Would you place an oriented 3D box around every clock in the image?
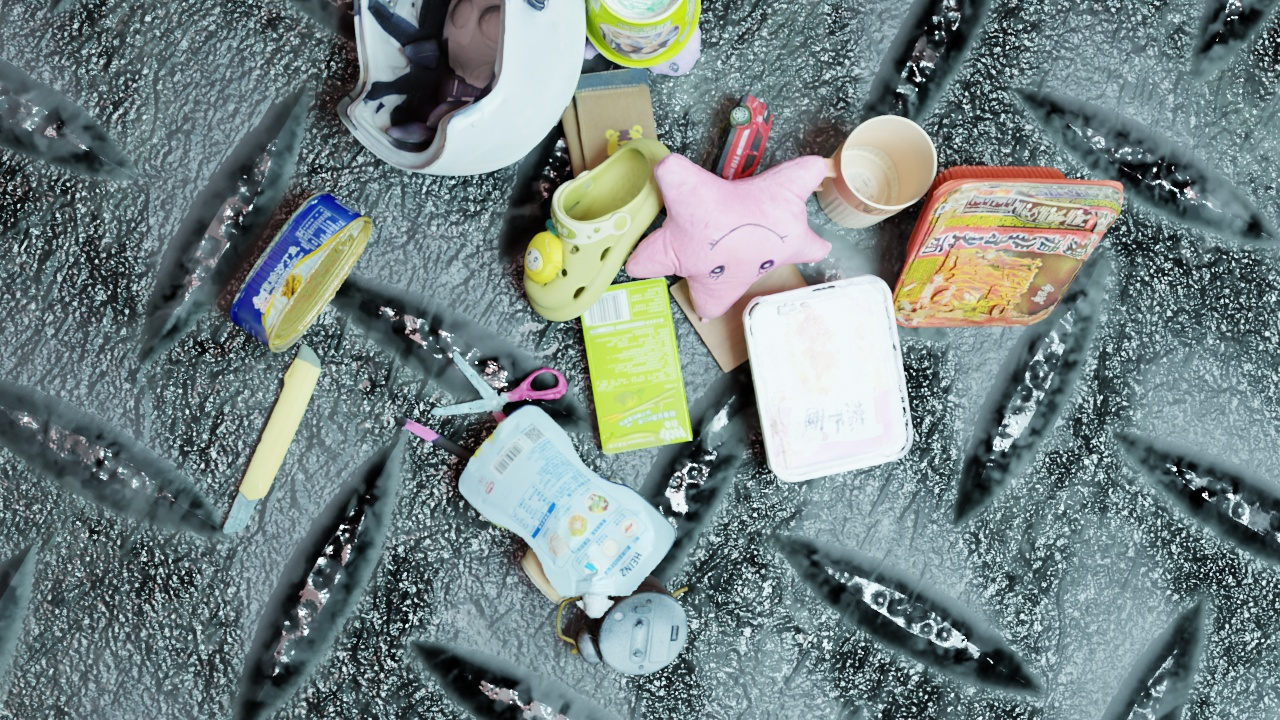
[{"bbox_3d":[-0.015,0.236,0.831,0.122,0.055,0.082,3,103,-16],"label":"clock"}]

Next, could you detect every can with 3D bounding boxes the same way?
[{"bbox_3d":[-0.050,0.165,0.843,0.116,0.058,0.058,-41,90,-4],"label":"can"},{"bbox_3d":[-0.307,-0.081,0.833,0.049,0.074,0.148,34,86,2],"label":"can"}]

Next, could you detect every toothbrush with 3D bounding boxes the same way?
[{"bbox_3d":[-0.148,0.098,0.862,0.189,0.018,0.014,28,88,0],"label":"toothbrush"}]

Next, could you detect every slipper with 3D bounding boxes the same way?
[{"bbox_3d":[-0.051,-0.125,0.817,0.191,0.081,0.091,-49,51,16],"label":"slipper"}]

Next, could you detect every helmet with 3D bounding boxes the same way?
[{"bbox_3d":[-0.133,-0.278,0.795,0.229,0.145,0.258,10,89,41],"label":"helmet"}]

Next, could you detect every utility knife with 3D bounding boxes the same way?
[{"bbox_3d":[-0.342,0.075,0.852,0.031,0.020,0.188,23,81,2],"label":"utility knife"}]

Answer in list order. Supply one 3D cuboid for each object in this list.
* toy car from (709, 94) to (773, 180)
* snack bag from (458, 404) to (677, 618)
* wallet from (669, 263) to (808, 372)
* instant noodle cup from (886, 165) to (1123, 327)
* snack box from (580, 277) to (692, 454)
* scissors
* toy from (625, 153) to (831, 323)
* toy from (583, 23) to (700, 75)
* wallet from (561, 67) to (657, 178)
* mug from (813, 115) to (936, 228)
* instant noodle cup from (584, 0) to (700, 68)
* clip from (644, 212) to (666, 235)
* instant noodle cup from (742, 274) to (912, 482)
[{"bbox_3d":[0.089,-0.189,0.864,0.045,0.053,0.120,23,86,-4],"label":"toy car"},{"bbox_3d":[-0.067,0.131,0.806,0.191,0.039,0.110,39,81,21],"label":"snack bag"},{"bbox_3d":[0.101,-0.060,0.878,0.115,0.020,0.101,-33,91,0],"label":"wallet"},{"bbox_3d":[0.318,-0.107,0.833,0.164,0.189,0.079,1,52,-4],"label":"instant noodle cup"},{"bbox_3d":[-0.005,0.005,0.863,0.086,0.026,0.156,-10,88,4],"label":"snack box"},{"bbox_3d":[-0.129,0.038,0.867,0.131,0.017,0.133,-39,86,-1],"label":"scissors"},{"bbox_3d":[0.086,-0.105,0.816,0.194,0.179,0.074,-2,44,-18],"label":"toy"},{"bbox_3d":[0.007,-0.311,0.868,0.108,0.038,0.084,19,116,-1],"label":"toy"},{"bbox_3d":[-0.028,-0.214,0.872,0.090,0.033,0.115,-11,92,-4],"label":"wallet"},{"bbox_3d":[0.197,-0.168,0.842,0.114,0.106,0.081,-2,88,-3],"label":"mug"},{"bbox_3d":[0.001,-0.317,0.784,0.111,0.123,0.112,0,99,-1],"label":"instant noodle cup"},{"bbox_3d":[0.004,-0.142,0.863,0.027,0.045,0.058,-36,114,5],"label":"clip"},{"bbox_3d":[0.169,0.014,0.848,0.138,0.060,0.173,-12,99,-3],"label":"instant noodle cup"}]
